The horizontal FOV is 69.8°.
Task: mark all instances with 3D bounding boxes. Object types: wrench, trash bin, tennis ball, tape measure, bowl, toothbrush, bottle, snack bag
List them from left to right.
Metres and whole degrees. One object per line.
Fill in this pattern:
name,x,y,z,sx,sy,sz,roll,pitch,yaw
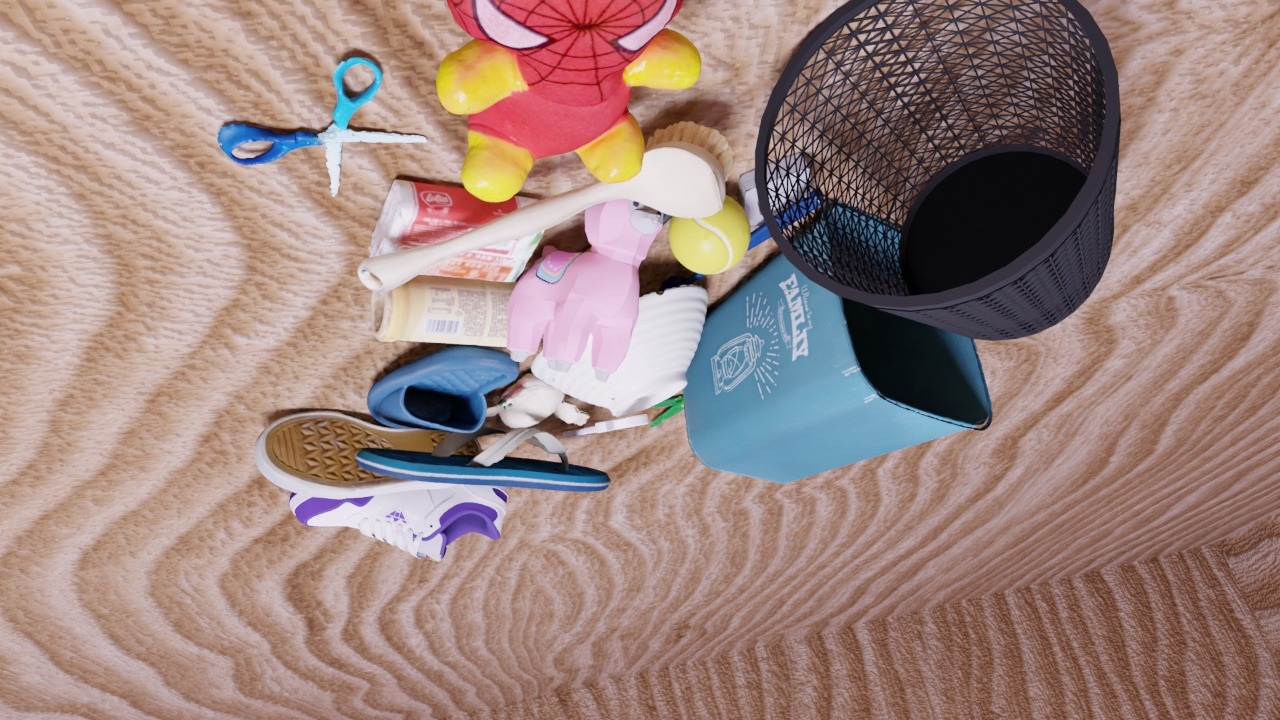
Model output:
snack bag,-0.136,-0.094,0.684,0.115,0.036,0.077,3,149,-30
bottle,-0.137,-0.040,0.762,0.161,0.056,0.057,3,148,-29
wrench,-0.045,0.070,0.940,0.047,0.009,0.274,-9,176,-15
bowl,-0.005,0.005,0.837,0.177,0.071,0.177,-23,167,-6
tennis ball,0.055,-0.101,0.731,0.065,0.065,0.065,-11,152,-6
toothbrush,0.079,-0.095,0.775,0.017,0.016,0.191,13,151,-36
tape measure,0.111,-0.135,0.744,0.062,0.020,0.060,-18,152,7
trash bin,0.165,0.005,0.856,0.199,0.196,0.219,16,146,-36
trash bin,0.233,-0.117,0.655,0.217,0.216,0.243,-29,156,25

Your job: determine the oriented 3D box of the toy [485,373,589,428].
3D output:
toy,-0.109,0.044,0.935,0.112,0.050,0.087,-2,155,-34

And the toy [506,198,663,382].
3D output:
toy,-0.041,-0.066,0.710,0.067,0.157,0.123,15,180,-43

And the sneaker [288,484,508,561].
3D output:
sneaker,-0.267,0.179,1.043,0.244,0.111,0.092,-7,151,-14

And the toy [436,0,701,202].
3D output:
toy,-0.043,-0.181,0.504,0.147,0.098,0.217,-18,156,-20

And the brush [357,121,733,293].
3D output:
brush,-0.065,-0.099,0.634,0.272,0.077,0.062,-17,122,3

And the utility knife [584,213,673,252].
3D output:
utility knife,0.004,-0.113,0.728,0.020,0.028,0.175,8,144,-46

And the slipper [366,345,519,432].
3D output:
slipper,-0.186,0.035,0.847,0.103,0.059,0.214,9,158,-32

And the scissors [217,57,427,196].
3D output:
scissors,-0.202,-0.147,0.586,0.133,0.014,0.128,-9,156,-20

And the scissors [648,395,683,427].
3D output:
scissors,0.057,0.047,1.064,0.127,0.011,0.126,12,141,-41

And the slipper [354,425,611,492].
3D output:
slipper,-0.148,0.092,0.918,0.118,0.060,0.294,4,175,40

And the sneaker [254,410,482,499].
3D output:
sneaker,-0.280,0.107,0.942,0.235,0.087,0.079,7,151,-40
